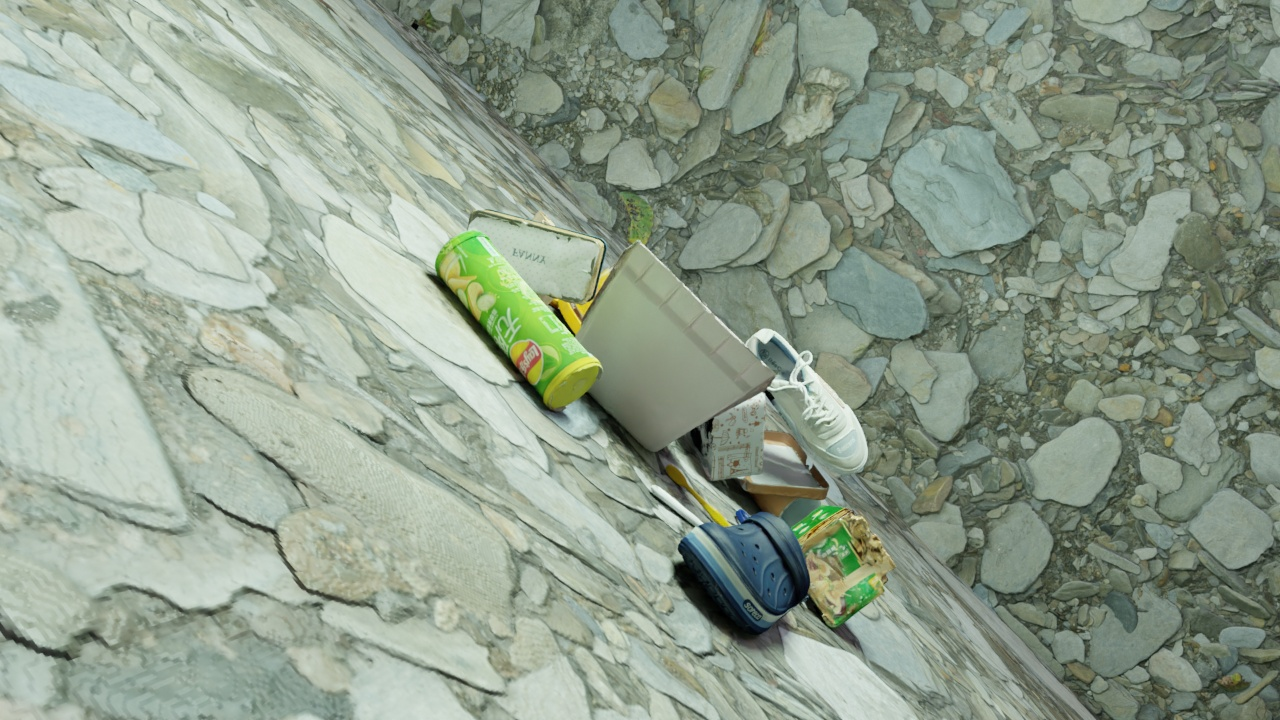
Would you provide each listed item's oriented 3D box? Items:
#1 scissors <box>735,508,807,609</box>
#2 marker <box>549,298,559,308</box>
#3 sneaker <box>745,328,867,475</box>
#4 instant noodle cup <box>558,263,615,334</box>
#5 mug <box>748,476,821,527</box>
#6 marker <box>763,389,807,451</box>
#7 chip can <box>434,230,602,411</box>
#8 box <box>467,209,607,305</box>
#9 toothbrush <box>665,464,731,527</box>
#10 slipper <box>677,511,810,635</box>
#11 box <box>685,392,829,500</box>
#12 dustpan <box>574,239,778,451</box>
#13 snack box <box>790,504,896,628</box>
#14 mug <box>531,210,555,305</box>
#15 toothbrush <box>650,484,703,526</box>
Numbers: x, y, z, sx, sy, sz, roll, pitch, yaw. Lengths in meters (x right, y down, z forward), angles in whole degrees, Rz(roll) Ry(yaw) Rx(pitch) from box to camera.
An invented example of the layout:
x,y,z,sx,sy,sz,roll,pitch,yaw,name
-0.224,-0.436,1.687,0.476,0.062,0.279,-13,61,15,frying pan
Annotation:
x,y,z,sx,sy,sz,roll,pitch,yaw,name
0.175,0.256,1.174,0.171,0.012,0.140,51,11,28,scissors
-0.111,-0.076,1.408,0.018,0.015,0.124,53,10,36,marker
0.237,0.052,1.286,0.242,0.089,0.091,51,-12,10,sneaker
-0.042,-0.080,1.358,0.118,0.114,0.118,48,13,-15,instant noodle cup
0.205,0.198,1.376,0.078,0.078,0.122,36,8,-40,mug
0.220,0.084,1.376,0.130,0.018,0.022,53,-5,2,marker
-0.135,-0.047,0.984,0.221,0.073,0.072,48,10,20,chip can
-0.126,-0.127,1.133,0.184,0.090,0.059,17,10,-1,box
0.099,0.195,1.102,0.191,0.016,0.018,45,1,9,toothbrush
0.125,0.208,0.924,0.105,0.095,0.252,46,5,27,slipper
0.162,0.082,1.324,0.226,0.157,0.180,8,21,-16,box
0.023,-0.014,1.130,0.222,0.274,0.138,47,34,-2,dustpan
0.239,0.251,1.174,0.118,0.117,0.105,57,-6,-10,snack box
-0.143,-0.133,1.232,0.084,0.103,0.124,34,13,-47,mug
0.076,0.188,1.030,0.180,0.016,0.016,40,8,-25,toothbrush
